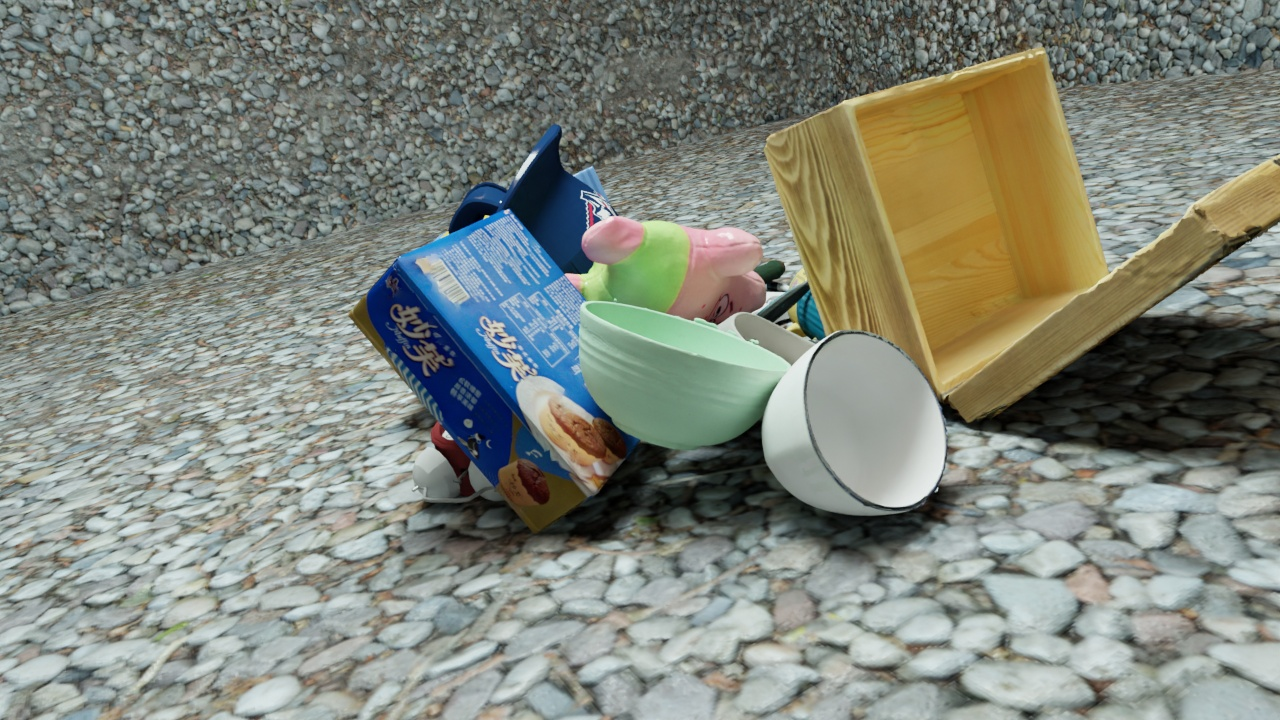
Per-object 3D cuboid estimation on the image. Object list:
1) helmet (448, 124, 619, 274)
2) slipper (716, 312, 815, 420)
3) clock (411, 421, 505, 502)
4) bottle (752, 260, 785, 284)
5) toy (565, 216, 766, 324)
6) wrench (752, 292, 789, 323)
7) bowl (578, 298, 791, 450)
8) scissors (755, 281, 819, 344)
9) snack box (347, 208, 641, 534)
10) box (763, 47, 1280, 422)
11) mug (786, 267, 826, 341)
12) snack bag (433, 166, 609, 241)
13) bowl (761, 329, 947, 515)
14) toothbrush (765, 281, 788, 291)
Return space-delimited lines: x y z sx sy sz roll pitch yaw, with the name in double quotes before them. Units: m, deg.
"helmet" -0.105 -0.093 0.891 0.223 0.273 0.231 16 35 2
"slipper" 0.108 0.003 0.722 0.112 0.080 0.266 -7 10 -42
"clock" -0.122 0.070 0.730 0.096 0.048 0.137 -4 26 23
"bottle" 0.108 -0.084 1.061 0.173 0.055 0.055 -26 23 -38
"toy" 0.031 -0.061 0.799 0.236 0.096 0.193 3 -31 -43
"wrench" 0.118 -0.032 0.963 0.087 0.018 0.272 5 25 41
"bowl" 0.022 0.015 0.638 0.151 0.077 0.150 16 11 -4
"scissors" 0.107 -0.022 0.836 0.154 0.019 0.124 0 53 47
"snack box" -0.088 0.001 0.678 0.069 0.202 0.154 -39 3 30
"box" 0.330 -0.101 0.687 0.278 0.284 0.324 -24 9 -35
"mug" 0.180 -0.036 0.857 0.113 0.083 0.107 -39 21 5
"snack bag" -0.116 -0.112 1.063 0.205 0.159 0.102 -23 17 7
"bowl" 0.128 0.045 0.576 0.116 0.116 0.066 -25 -6 -36
"toothbrush" 0.157 -0.096 1.132 0.012 0.017 0.187 -6 12 -36
